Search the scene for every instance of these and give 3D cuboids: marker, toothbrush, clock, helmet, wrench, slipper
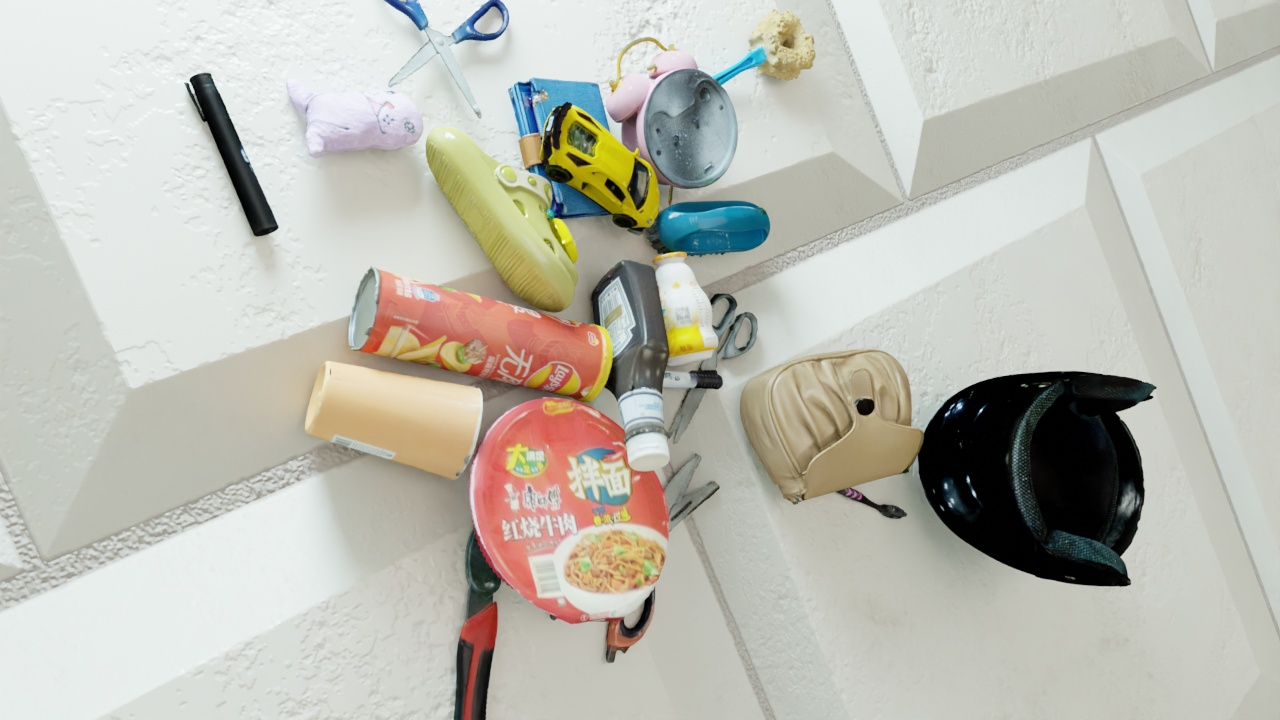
[{"bbox_3d":[-0.320,-0.160,0.718,0.022,0.020,0.132,-24,93,-18],"label":"marker"},{"bbox_3d":[0.227,0.144,1.019,0.189,0.018,0.014,25,66,-26],"label":"toothbrush"},{"bbox_3d":[0.023,0.016,0.903,0.130,0.018,0.022,5,54,-27],"label":"marker"},{"bbox_3d":[0.028,-0.247,0.925,0.117,0.060,0.158,-40,116,-24],"label":"clock"},{"bbox_3d":[0.461,0.129,1.051,0.274,0.231,0.233,24,76,-38],"label":"helmet"},{"bbox_3d":[-0.133,0.252,0.759,0.056,0.016,0.273,17,71,-29],"label":"wrench"},{"bbox_3d":[-0.108,-0.133,0.805,0.081,0.092,0.190,-40,98,-19],"label":"slipper"}]

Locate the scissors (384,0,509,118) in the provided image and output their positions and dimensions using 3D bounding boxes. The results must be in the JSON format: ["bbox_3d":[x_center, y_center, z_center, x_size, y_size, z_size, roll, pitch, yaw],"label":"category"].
[{"bbox_3d":[-0.179,-0.297,0.835,0.162,0.012,0.173,-30,90,-39],"label":"scissors"}]

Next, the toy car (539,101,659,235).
[{"bbox_3d":[-0.032,-0.179,0.858,0.155,0.041,0.071,33,61,-38],"label":"toy car"}]

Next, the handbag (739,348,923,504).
[{"bbox_3d":[0.210,0.063,0.973,0.204,0.100,0.147,-9,80,-32],"label":"handbag"}]

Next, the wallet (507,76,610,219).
[{"bbox_3d":[-0.067,-0.202,0.883,0.106,0.040,0.133,-14,89,-43],"label":"wallet"}]

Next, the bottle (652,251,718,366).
[{"bbox_3d":[0.039,-0.051,0.905,0.063,0.063,0.108,-8,85,-34],"label":"bottle"}]

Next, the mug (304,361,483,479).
[{"bbox_3d":[-0.196,0.044,0.727,0.122,0.078,0.078,16,72,-25],"label":"mug"}]

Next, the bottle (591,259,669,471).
[{"bbox_3d":[-0.005,0.005,0.827,0.044,0.080,0.194,12,53,-31],"label":"bottle"}]

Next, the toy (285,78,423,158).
[{"bbox_3d":[-0.236,-0.204,0.771,0.107,0.039,0.084,-13,67,-33],"label":"toy"}]

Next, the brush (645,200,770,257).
[{"bbox_3d":[0.079,-0.138,0.945,0.143,0.074,0.055,-8,89,-35],"label":"brush"}]

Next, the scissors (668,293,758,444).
[{"bbox_3d":[0.063,0.003,0.944,0.174,0.014,0.136,-23,94,-32],"label":"scissors"}]

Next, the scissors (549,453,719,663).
[{"bbox_3d":[0.003,0.181,0.864,0.195,0.015,0.215,9,74,-32],"label":"scissors"}]

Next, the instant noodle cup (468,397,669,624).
[{"bbox_3d":[-0.070,0.132,0.777,0.193,0.066,0.193,21,52,-30],"label":"instant noodle cup"}]

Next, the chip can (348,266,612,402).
[{"bbox_3d":[-0.133,-0.019,0.782,0.216,0.073,0.073,14,72,-29],"label":"chip can"}]

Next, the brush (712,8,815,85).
[{"bbox_3d":[0.108,-0.324,1.028,0.254,0.046,0.083,-37,105,-29],"label":"brush"}]
